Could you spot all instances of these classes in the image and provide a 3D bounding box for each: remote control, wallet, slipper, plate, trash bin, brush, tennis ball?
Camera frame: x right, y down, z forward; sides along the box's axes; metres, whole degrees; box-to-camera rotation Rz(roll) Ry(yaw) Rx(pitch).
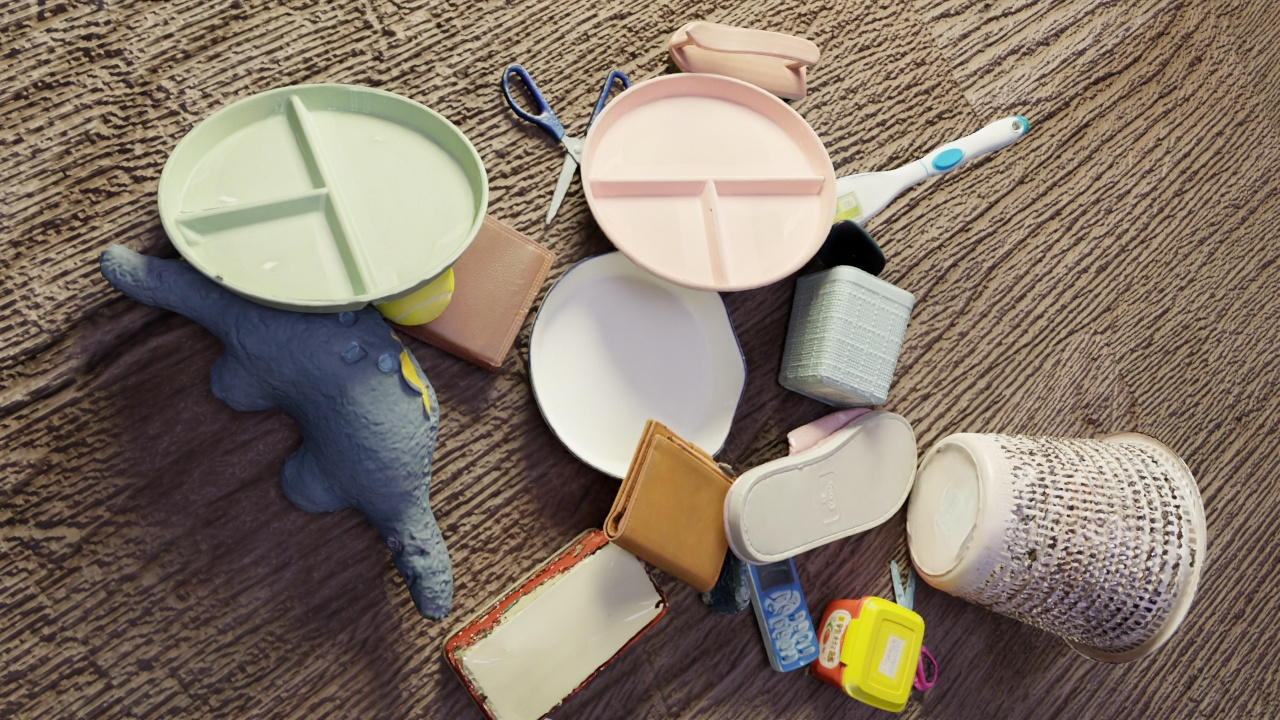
[{"bbox_3d":[0.207,-0.096,0.885,0.136,0.053,0.024,25,30,-57],"label":"remote control"},{"bbox_3d":[-0.139,-0.062,0.762,0.101,0.032,0.124,28,71,-15],"label":"wallet"},{"bbox_3d":[0.168,0.115,0.856,0.273,0.055,0.114,-17,99,-40],"label":"slipper"},{"bbox_3d":[0.033,0.122,0.762,0.131,0.031,0.107,38,67,-41],"label":"wallet"},{"bbox_3d":[-0.228,-0.122,0.676,0.230,0.028,0.229,6,53,-8],"label":"plate"},{"bbox_3d":[0.376,0.160,0.882,0.192,0.228,0.227,13,77,-10],"label":"trash bin"},{"bbox_3d":[0.061,-0.158,0.817,0.229,0.028,0.229,3,66,-7],"label":"plate"},{"bbox_3d":[0.247,-0.173,0.912,0.313,0.110,0.060,-25,91,-25],"label":"brush"},{"bbox_3d":[0.126,0.220,0.847,0.049,0.024,0.125,-13,84,-26],"label":"remote control"},{"bbox_3d":[-0.005,0.005,0.806,0.204,0.046,0.204,4,80,-25],"label":"plate"},{"bbox_3d":[-0.175,-0.060,0.700,0.065,0.066,0.065,4,81,-24],"label":"tennis ball"},{"bbox_3d":[0.095,-0.291,0.879,0.145,0.073,0.063,3,81,-22],"label":"brush"}]

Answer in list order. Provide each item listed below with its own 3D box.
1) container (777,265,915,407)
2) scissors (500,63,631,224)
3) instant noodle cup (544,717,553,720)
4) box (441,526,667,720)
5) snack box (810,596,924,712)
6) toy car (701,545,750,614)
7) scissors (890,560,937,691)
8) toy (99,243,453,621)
[{"bbox_3d":[0.193,-0.018,0.879,0.090,0.090,0.111,20,78,-21],"label":"container"},{"bbox_3d":[-0.058,-0.203,0.829,0.176,0.012,0.162,47,67,-13],"label":"scissors"},{"bbox_3d":[-0.067,0.336,0.688,0.111,0.121,0.111,4,81,-25],"label":"instant noodle cup"},{"bbox_3d":[-0.065,0.212,0.731,0.168,0.077,0.091,-35,98,-25],"label":"box"},{"bbox_3d":[0.207,0.267,0.847,0.082,0.080,0.091,25,73,-19],"label":"snack box"},{"bbox_3d":[0.077,0.181,0.822,0.034,0.043,0.090,11,70,-58],"label":"toy car"},{"bbox_3d":[0.272,0.266,0.915,0.093,0.017,0.137,22,70,-20],"label":"scissors"},{"bbox_3d":[-0.228,0.031,0.675,0.137,0.091,0.356,-39,97,-12],"label":"toy"}]
